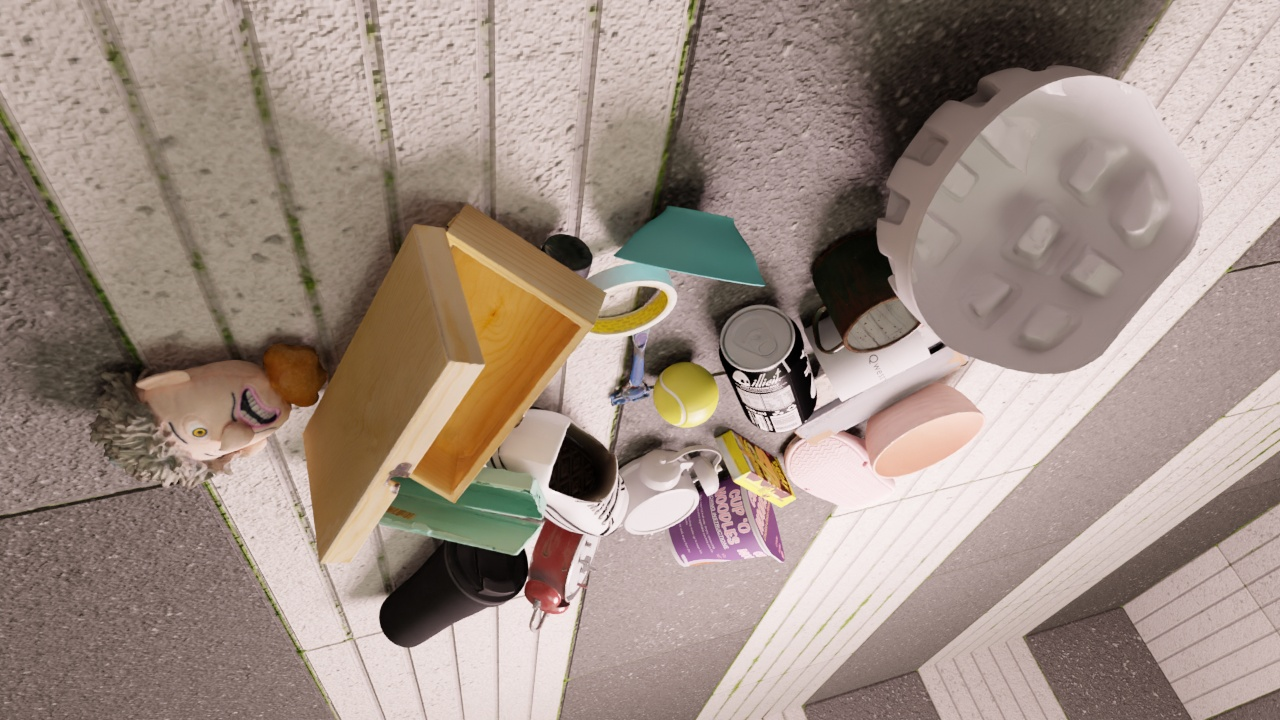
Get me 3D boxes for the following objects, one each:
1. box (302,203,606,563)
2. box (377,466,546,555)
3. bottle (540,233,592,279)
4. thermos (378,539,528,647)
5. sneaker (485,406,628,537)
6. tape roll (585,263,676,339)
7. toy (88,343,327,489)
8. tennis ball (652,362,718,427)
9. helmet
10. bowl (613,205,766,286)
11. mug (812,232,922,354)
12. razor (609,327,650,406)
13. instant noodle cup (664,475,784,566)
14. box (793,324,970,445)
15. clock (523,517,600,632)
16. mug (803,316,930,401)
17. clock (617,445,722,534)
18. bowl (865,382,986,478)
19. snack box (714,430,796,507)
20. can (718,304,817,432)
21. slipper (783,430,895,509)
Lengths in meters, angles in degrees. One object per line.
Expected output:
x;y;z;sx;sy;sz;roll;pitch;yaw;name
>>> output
-0.163;0.018;0.692;0.249;0.141;0.184;-50;171;36;box
-0.188;0.140;0.852;0.189;0.079;0.077;9;151;11;box
-0.081;-0.034;0.747;0.056;0.056;0.161;-2;144;-27;bottle
-0.231;0.272;1.095;0.105;0.105;0.219;11;142;-41;thermos
-0.055;0.117;0.927;0.097;0.091;0.245;7;154;28;sneaker
-0.016;-0.049;0.785;0.094;0.019;0.094;-14;155;-7;tape roll
-0.326;0.043;0.711;0.176;0.076;0.133;-27;149;-4;toy
0.045;0.034;0.914;0.065;0.065;0.065;-15;148;-10;tennis ball
0.295;-0.110;0.716;0.281;0.184;0.224;4;117;-49;helmet
0.042;-0.092;0.714;0.121;0.121;0.046;5;100;-35;bowl
0.201;-0.056;0.851;0.084;0.081;0.111;17;133;-45;mug
-0.005;0.005;0.886;0.044;0.018;0.141;-12;148;-12;razor
0.104;0.216;1.182;0.122;0.137;0.121;-20;-165;17;instant noodle cup
0.258;0.017;1.042;0.217;0.043;0.150;-31;142;17;box
-0.088;0.243;1.072;0.062;0.156;0.110;18;161;13;clock
0.235;-0.009;0.937;0.096;0.083;0.119;-28;140;12;mug
0.028;0.145;1.088;0.119;0.061;0.160;14;130;-43;clock
0.341;0.076;1.139;0.153;0.076;0.153;-16;148;-10;bowl
0.143;0.135;1.129;0.026;0.061;0.149;-33;147;17;snack box
0.128;0.011;0.912;0.080;0.080;0.146;-24;148;5;can
0.265;0.143;1.215;0.107;0.055;0.221;-29;138;24;slipper
